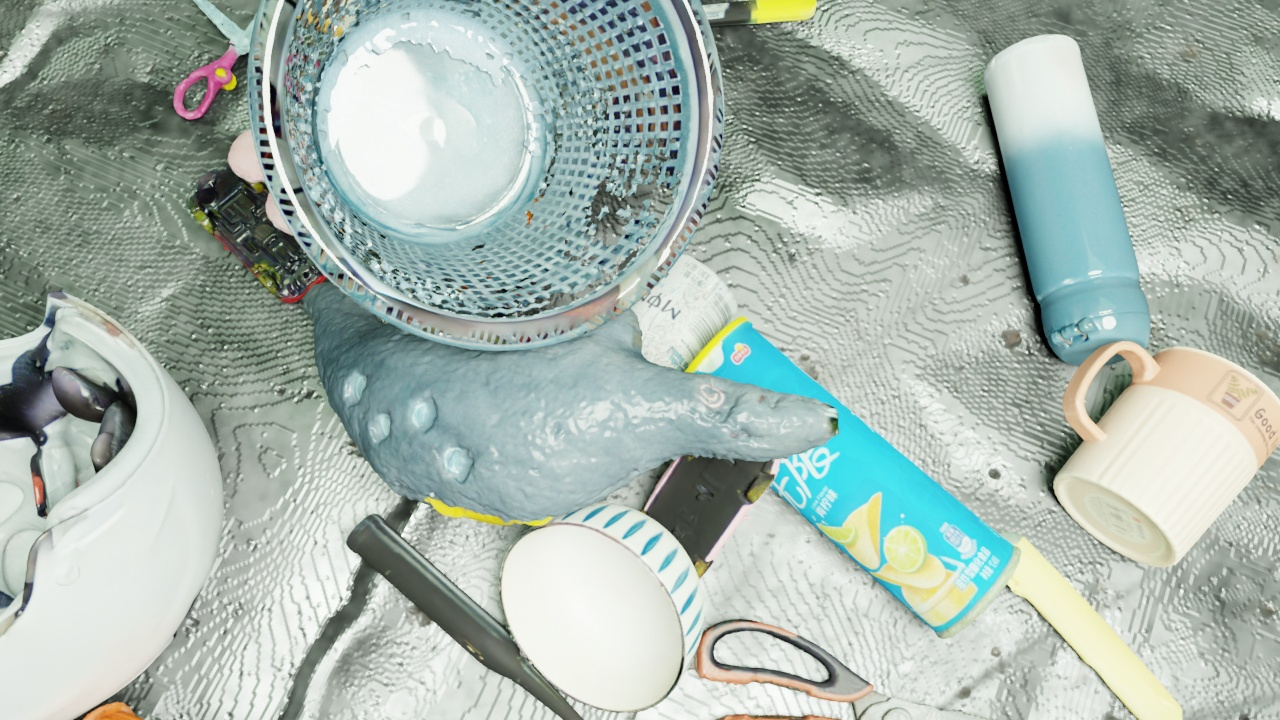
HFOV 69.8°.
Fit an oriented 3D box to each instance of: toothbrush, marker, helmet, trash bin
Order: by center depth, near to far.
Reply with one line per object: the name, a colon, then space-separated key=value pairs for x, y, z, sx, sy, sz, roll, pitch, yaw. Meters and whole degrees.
helmet: x=-0.333 y=0.106 z=0.485 sx=0.258 sy=0.146 sz=0.229 roll=-35 pitch=48 yaw=-4
trash bin: x=-0.096 y=-0.132 z=0.511 sx=0.226 sy=0.195 sz=0.227 roll=-5 pitch=102 yaw=-22
toothbrush: x=-0.087 y=0.166 z=0.538 sx=0.212 sy=0.026 sz=0.027 roll=37 pitch=38 yaw=10
marker: x=0.068 y=-0.257 z=0.683 sx=0.124 sy=0.015 sz=0.018 roll=-5 pitch=71 yaw=1

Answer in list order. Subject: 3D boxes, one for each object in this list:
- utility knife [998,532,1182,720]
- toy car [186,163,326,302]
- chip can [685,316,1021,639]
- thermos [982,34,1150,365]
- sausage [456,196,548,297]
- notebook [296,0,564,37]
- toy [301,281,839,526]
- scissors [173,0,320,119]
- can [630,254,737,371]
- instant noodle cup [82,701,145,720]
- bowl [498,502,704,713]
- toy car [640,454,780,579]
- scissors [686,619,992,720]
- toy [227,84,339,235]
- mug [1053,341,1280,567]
utility knife: x=0.265 y=0.164 z=0.544 sx=0.031 sy=0.018 sz=0.162 roll=-39 pitch=75 yaw=-8
toy car: x=-0.254 y=-0.086 z=0.614 sx=0.106 sy=0.031 sz=0.049 roll=42 pitch=75 yaw=4
chip can: x=0.118 y=0.066 z=0.546 sx=0.210 sy=0.071 sz=0.071 roll=41 pitch=76 yaw=12
thermos: x=0.282 y=-0.106 z=0.609 sx=0.070 sy=0.070 sz=0.220 roll=-5 pitch=73 yaw=-2
sausage: x=-0.106 y=-0.050 z=0.609 sx=0.021 sy=0.021 sz=0.165 roll=34 pitch=75 yaw=10
notebook: x=-0.157 y=-0.279 z=0.689 sx=0.206 sy=0.010 sz=0.145 roll=30 pitch=75 yaw=9
toy: x=-0.076 y=0.022 z=0.506 sx=0.357 sy=0.091 sz=0.137 roll=10 pitch=45 yaw=22
scissors: x=-0.283 y=-0.225 z=0.666 sx=0.136 sy=0.017 sz=0.133 roll=23 pitch=77 yaw=6
can: x=-0.003 y=0.003 z=0.573 sx=0.058 sy=0.058 sz=0.146 roll=37 pitch=75 yaw=11
instant noodle cup: x=-0.235 y=0.257 z=0.449 sx=0.111 sy=0.151 sz=0.151 roll=15 pitch=72 yaw=-4
bowl: x=-0.014 y=0.130 z=0.518 sx=0.116 sy=0.117 sz=0.066 roll=39 pitch=32 yaw=11
toy car: x=0.036 y=0.080 z=0.535 sx=0.056 sy=0.037 sz=0.123 roll=39 pitch=118 yaw=15
scissors: x=0.128 y=0.219 z=0.527 sx=0.193 sy=0.015 sz=0.206 roll=-36 pitch=75 yaw=-12
toy: x=-0.191 y=-0.147 z=0.619 sx=0.159 sy=0.054 sz=0.121 roll=-33 pitch=75 yaw=-21
mug: x=0.301 y=0.047 z=0.544 sx=0.105 sy=0.082 sz=0.114 roll=-45 pitch=93 yaw=-11
